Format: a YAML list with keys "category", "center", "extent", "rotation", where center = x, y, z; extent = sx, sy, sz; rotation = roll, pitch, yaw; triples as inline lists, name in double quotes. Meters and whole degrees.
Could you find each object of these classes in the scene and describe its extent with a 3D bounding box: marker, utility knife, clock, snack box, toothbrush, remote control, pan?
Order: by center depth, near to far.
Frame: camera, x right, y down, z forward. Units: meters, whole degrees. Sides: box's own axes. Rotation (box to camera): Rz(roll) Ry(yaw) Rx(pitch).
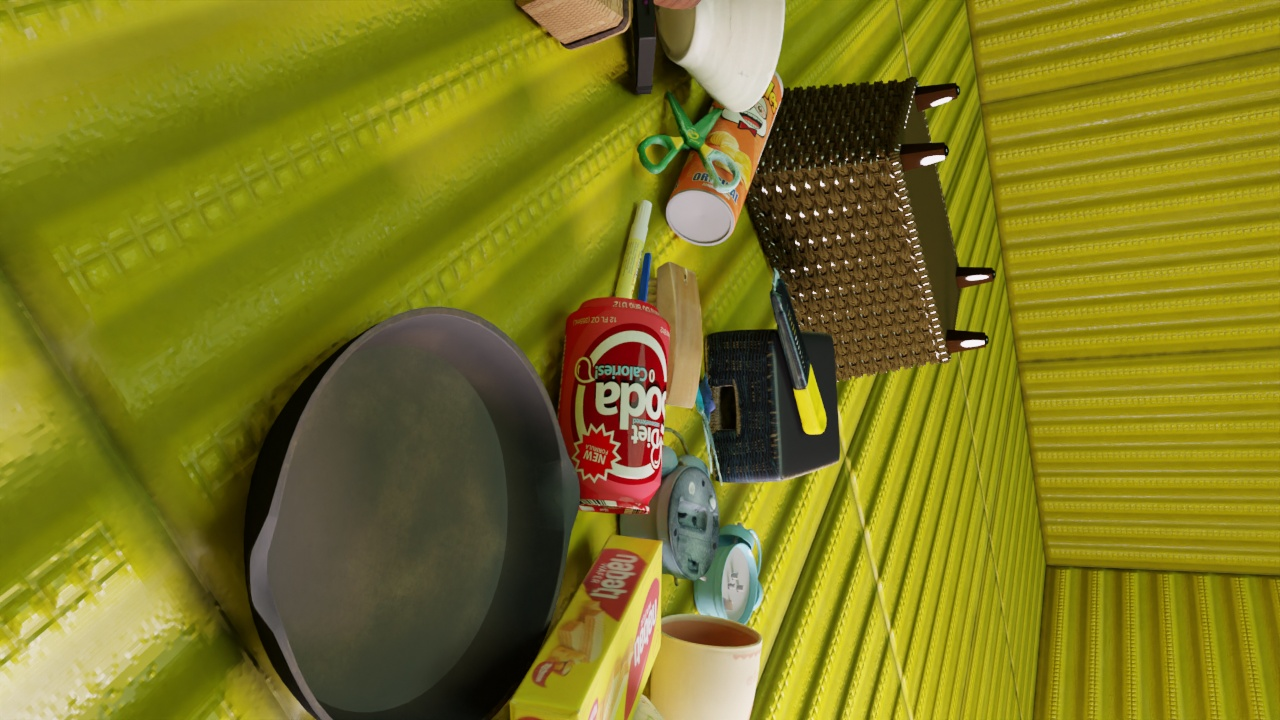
- category: "pan"
  center: [-0.114, 0.151, 0.489]
  extent: [0.248, 0.043, 0.356]
  rotation: [-3, 90, -61]
- category: "snack box"
  center: [-0.027, 0.196, 0.580]
  extent: [0.200, 0.042, 0.092]
  rotation: [-49, 141, -69]
- category: "remote control"
  center: [0.002, -0.252, 0.709]
  extent: [0.133, 0.013, 0.058]
  rotation: [-162, -111, -89]
- category: "toothbrush"
  center: [-0.004, 0.004, 0.722]
  extent: [0.011, 0.017, 0.186]
  rotation: [35, 59, -63]
- category: "clock"
  center: [0.024, 0.115, 0.731]
  extent: [0.088, 0.052, 0.124]
  rotation: [27, 62, -55]
- category: "marker"
  center: [-0.009, -0.073, 0.733]
  extent: [0.014, 0.014, 0.132]
  rotation: [47, 47, -48]
- category: "utility knife"
  center: [0.142, -0.006, 0.839]
  extent: [0.028, 0.020, 0.171]
  rotation: [-53, 131, -49]
- category: "clock"
  center: [0.089, 0.197, 0.846]
  extent: [0.122, 0.042, 0.087]
  rotation: [-28, 111, -57]

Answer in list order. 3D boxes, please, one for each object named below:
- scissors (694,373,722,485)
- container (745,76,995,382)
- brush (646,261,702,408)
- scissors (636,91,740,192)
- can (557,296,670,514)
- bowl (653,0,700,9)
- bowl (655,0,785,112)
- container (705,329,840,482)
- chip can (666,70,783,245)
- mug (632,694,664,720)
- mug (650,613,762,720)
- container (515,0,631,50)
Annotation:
- category: "scissors"
  center: [0.062, 0.056, 0.804]
  extent: [0.086, 0.016, 0.134]
  rotation: [44, 27, -58]
- category: "container"
  center: [0.271, -0.147, 1.043]
  extent: [0.321, 0.205, 0.176]
  rotation: [63, 37, -35]
- category: "brush"
  center: [0.024, -0.020, 0.760]
  extent: [0.049, 0.039, 0.117]
  rotation: [12, 76, -60]
- category: "scissors"
  center: [0.051, -0.188, 0.794]
  extent: [0.128, 0.119, 0.012]
  rotation: [-51, 172, -39]
- category: "can"
  center: [-0.020, 0.032, 0.639]
  extent: [0.074, 0.075, 0.142]
  rotation: [27, 64, -57]
- category: "bowl"
  center: [-0.002, -0.342, 0.700]
  extent: [0.147, 0.068, 0.147]
  rotation: [165, -89, -77]
- category: "bowl"
  center: [0.055, -0.301, 0.784]
  extent: [0.057, 0.177, 0.177]
  rotation: [-11, 98, -20]
- category: "container"
  center: [0.139, 0.042, 0.923]
  extent: [0.187, 0.071, 0.145]
  rotation: [0, 87, -61]
- category: "chip can"
  center: [0.082, -0.199, 0.860]
  extent: [0.062, 0.062, 0.209]
  rotation: [60, 39, -38]
- category: "mug"
  center: [0.010, 0.286, 0.616]
  extent: [0.081, 0.097, 0.122]
  rotation: [-44, 117, -1]
- category: "mug"
  center: [0.048, 0.263, 0.739]
  extent: [0.111, 0.085, 0.104]
  rotation: [-38, 135, -89]
- category: "container"
  center: [-0.050, -0.287, 0.643]
  extent: [0.061, 0.063, 0.114]
  rotation: [3, 84, -53]
